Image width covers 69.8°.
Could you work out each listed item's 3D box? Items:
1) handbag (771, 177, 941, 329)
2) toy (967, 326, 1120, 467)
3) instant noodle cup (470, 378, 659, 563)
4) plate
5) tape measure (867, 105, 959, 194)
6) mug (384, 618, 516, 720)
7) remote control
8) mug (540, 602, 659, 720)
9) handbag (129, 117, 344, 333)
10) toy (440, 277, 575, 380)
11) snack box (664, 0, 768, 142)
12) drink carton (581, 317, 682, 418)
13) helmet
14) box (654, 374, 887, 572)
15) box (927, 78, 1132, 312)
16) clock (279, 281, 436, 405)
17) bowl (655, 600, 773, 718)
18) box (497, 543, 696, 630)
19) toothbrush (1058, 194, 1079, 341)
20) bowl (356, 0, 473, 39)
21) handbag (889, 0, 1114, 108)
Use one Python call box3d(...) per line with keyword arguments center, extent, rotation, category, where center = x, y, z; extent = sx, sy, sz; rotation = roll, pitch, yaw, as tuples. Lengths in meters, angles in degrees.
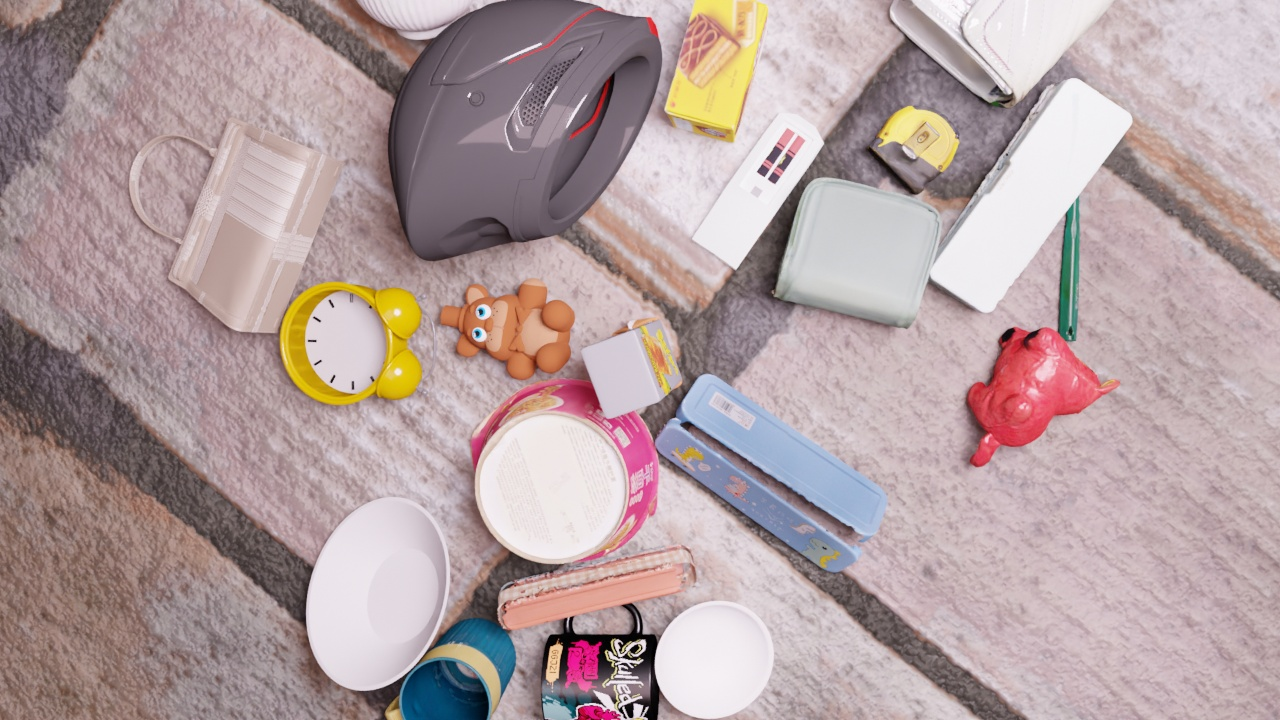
box3d(center=(0.185, -0.091, 0.793), extent=(0.122, 0.067, 0.106), rotation=(15, 88, 5), category="handbag")
box3d(center=(0.338, 0.045, 0.785), extent=(0.094, 0.088, 0.133), rotation=(29, 99, -8), category="toy")
box3d(center=(-0.074, 0.108, 0.835), extent=(0.179, 0.077, 0.178), rotation=(1, 95, 6), category="instant noodle cup")
box3d(center=(-0.236, 0.218, 0.860), extent=(0.174, 0.036, 0.173), rotation=(-12, 65, 26), category="plate")
box3d(center=(0.239, -0.188, 0.794), extent=(0.065, 0.037, 0.064), rotation=(44, 98, 1), category="tape measure")
box3d(center=(-0.179, 0.299, 0.849), extent=(0.114, 0.107, 0.083), rotation=(-26, 94, 8), category="mug")
box3d(center=(0.106, -0.154, 0.818), extent=(0.049, 0.024, 0.143), rotation=(35, 98, 2), category="remote control")
box3d(center=(-0.035, 0.278, 0.851), extent=(0.098, 0.082, 0.117), rotation=(-2, 67, 6), category="mug")
box3d(center=(-0.403, -0.146, 0.865), extent=(0.198, 0.062, 0.176), rotation=(26, 97, 13), category="handbag")
box3d(center=(-0.122, -0.032, 0.837), extent=(0.128, 0.065, 0.095), rotation=(11, 94, 11), category="toy")
box3d(center=(0.066, -0.250, 0.785), extent=(0.061, 0.083, 0.106), rotation=(17, 97, 5), category="snack box")
box3d(center=(-0.005, 0.005, 0.794), extent=(0.048, 0.124, 0.076), rotation=(-20, 92, 13), category="drink carton")
box3d(center=(-0.115, -0.199, 0.770), extent=(0.170, 0.164, 0.264), rotation=(31, 89, 14), category="helmet")
box3d(center=(0.120, 0.101, 0.838), extent=(0.209, 0.078, 0.073), rotation=(35, 54, 3), category="box")
box3d(center=(0.325, -0.135, 0.776), extent=(0.083, 0.066, 0.199), rotation=(37, 102, 24), category="box")
box3d(center=(-0.263, -0.016, 0.861), extent=(0.152, 0.052, 0.113), rotation=(2, 95, 11), category="clock")
box3d(center=(0.064, 0.268, 0.848), extent=(0.110, 0.040, 0.110), rotation=(-1, 96, -10), category="bowl")
box3d(center=(-0.039, 0.209, 0.852), extent=(0.188, 0.062, 0.058), rotation=(-10, 109, -4), category="box")
box3d(center=(0.376, -0.111, 0.795), extent=(0.016, 0.017, 0.190), rotation=(1, 95, 8), category="toothbrush")
box3d(center=(-0.194, -0.325, 0.808), extent=(0.118, 0.117, 0.062), rotation=(1, 137, 6), category="bowl")
box3d(center=(0.321, -0.323, 0.744), extent=(0.142, 0.096, 0.198), rotation=(41, 96, 1), category="handbag")
